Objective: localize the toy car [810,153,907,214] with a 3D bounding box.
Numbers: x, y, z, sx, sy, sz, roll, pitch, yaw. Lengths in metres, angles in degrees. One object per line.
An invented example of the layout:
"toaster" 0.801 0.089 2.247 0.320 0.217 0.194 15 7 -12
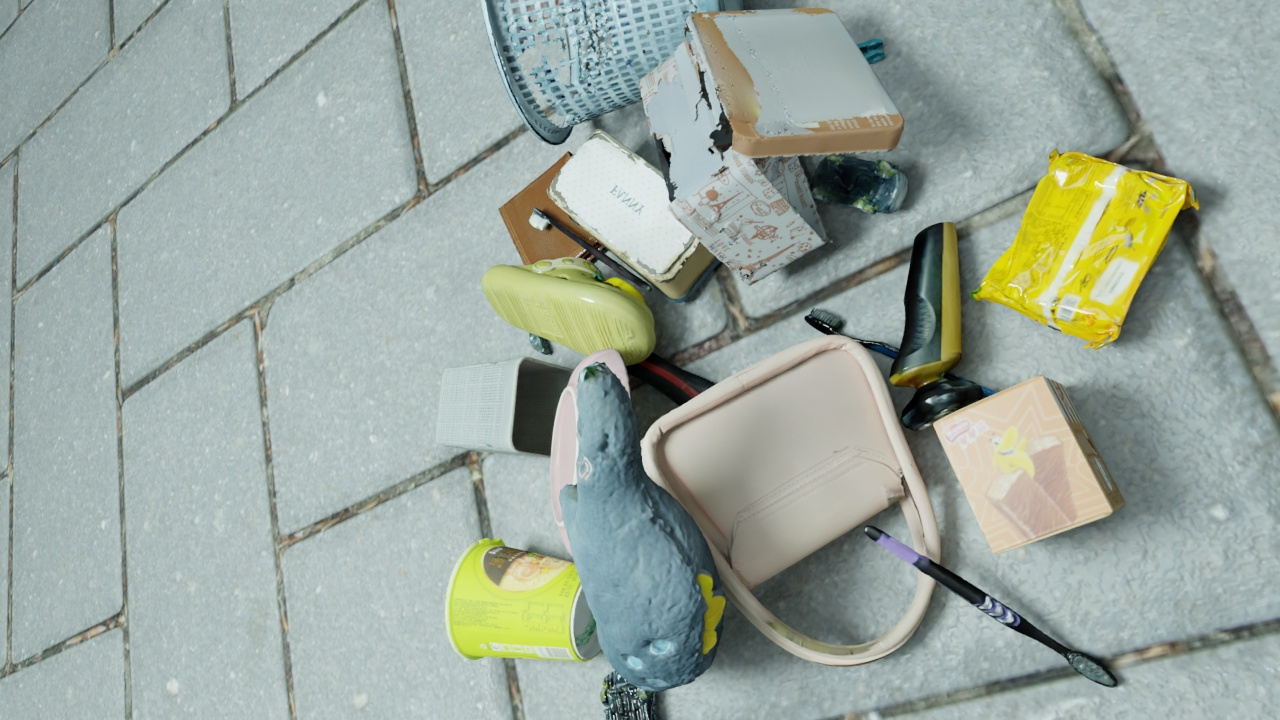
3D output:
"toy car" 0.181 -0.146 0.762 0.091 0.034 0.043 27 101 49

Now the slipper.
"slipper" -0.062 -0.062 0.862 0.191 0.092 0.081 17 59 29

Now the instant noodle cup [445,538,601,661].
"instant noodle cup" -0.093 0.222 0.829 0.124 0.111 0.111 0 80 26

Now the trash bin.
"trash bin" -0.013 -0.326 0.836 0.195 0.226 0.226 -6 76 17

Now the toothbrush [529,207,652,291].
"toothbrush" -0.051 -0.105 0.882 0.181 0.015 0.018 35 99 36

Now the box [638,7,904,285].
"box" 0.107 -0.198 0.735 0.178 0.152 0.182 -29 50 23

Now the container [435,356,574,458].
"container" -0.133 0.049 0.899 0.114 0.090 0.090 -3 77 36

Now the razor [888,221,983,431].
"razor" 0.224 -0.029 0.691 0.067 0.062 0.167 9 68 0

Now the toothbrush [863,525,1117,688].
"toothbrush" 0.237 0.167 0.630 0.189 0.016 0.014 32 95 15

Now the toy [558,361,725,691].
"toy" 0.002 0.157 0.655 0.091 0.357 0.138 -23 44 -16

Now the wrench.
"wrench" -0.005 0.005 0.864 0.274 0.016 0.056 24 91 35

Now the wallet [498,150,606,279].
"wallet" -0.085 -0.142 0.945 0.101 0.032 0.124 -37 62 18

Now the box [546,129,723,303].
"box" 0.002 -0.132 0.850 0.090 0.061 0.184 -48 64 3

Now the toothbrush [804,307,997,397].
"toothbrush" 0.210 -0.003 0.724 0.190 0.014 0.016 27 69 34

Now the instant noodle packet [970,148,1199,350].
"instant noodle packet" 0.313 -0.078 0.651 0.111 0.044 0.128 32 94 41

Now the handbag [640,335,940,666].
"handbag" 0.125 0.115 0.690 0.193 0.093 0.234 -29 77 -4

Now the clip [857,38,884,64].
"clip" 0.185 -0.263 0.798 0.056 0.014 0.040 -14 72 30

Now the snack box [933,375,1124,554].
"snack box" 0.262 0.070 0.618 0.077 0.092 0.094 -29 71 27

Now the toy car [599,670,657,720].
"toy car" -0.004 0.317 0.784 0.049 0.031 0.105 -21 67 30

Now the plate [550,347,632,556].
"plate" -0.049 0.083 0.793 0.192 0.039 0.192 -176 91 -75
